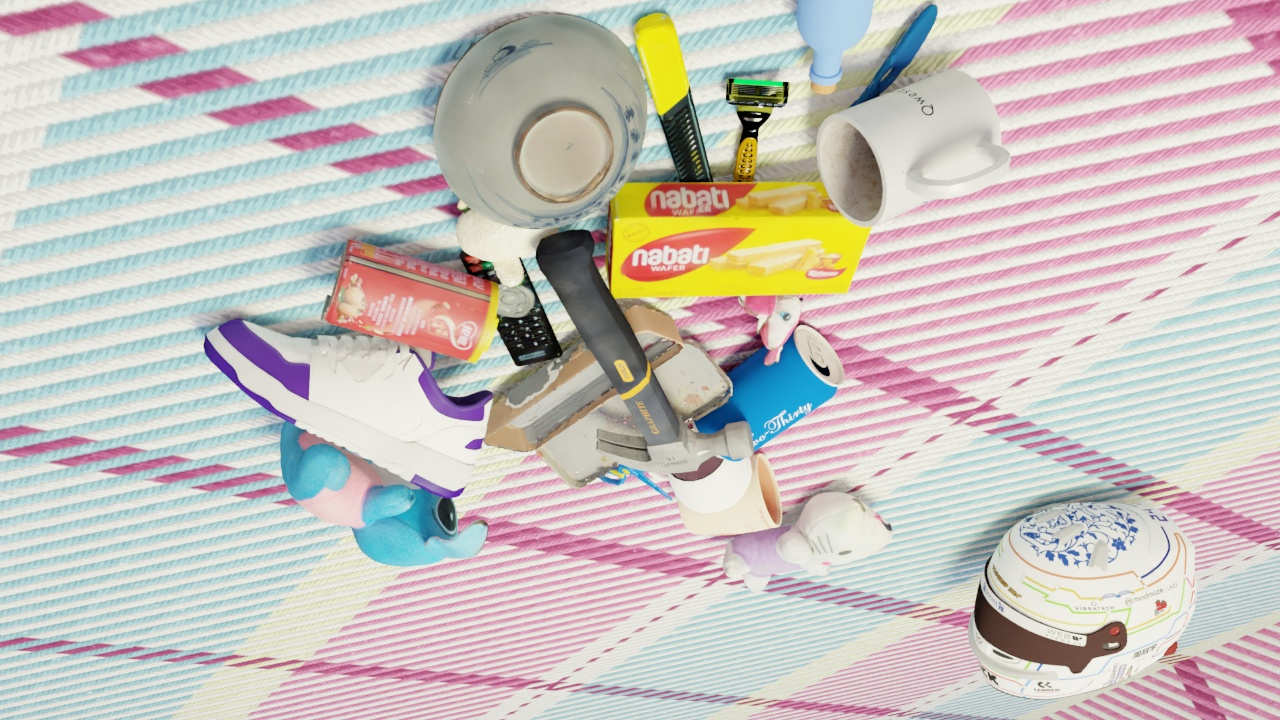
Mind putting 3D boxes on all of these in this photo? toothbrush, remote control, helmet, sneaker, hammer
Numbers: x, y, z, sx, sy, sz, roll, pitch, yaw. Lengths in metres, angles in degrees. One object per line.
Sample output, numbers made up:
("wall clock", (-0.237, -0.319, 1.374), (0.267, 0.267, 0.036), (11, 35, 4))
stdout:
("toothbrush", (0.171, -0.199, 0.665), (0.021, 0.016, 0.133), (-3, 145, -38))
("remote control", (-0.107, -0.048, 0.780), (0.045, 0.021, 0.140), (-13, 139, 6))
("helmet", (0.614, 0.320, 1.297), (0.314, 0.230, 0.236), (-17, 112, 0))
("sneaker", (-0.230, 0.014, 0.768), (0.244, 0.092, 0.111), (32, 85, -20))
("hammer", (-0.004, 0.004, 0.776), (0.139, 0.035, 0.313), (-11, 141, 14))

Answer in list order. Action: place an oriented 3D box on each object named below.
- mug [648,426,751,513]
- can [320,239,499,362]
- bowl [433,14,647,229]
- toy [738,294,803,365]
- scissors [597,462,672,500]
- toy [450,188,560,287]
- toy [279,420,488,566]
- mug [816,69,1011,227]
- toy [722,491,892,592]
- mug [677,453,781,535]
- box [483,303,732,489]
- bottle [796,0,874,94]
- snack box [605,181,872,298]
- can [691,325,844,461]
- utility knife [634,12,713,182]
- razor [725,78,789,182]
("mug", (0.060, 0.121, 1.001), (0.124, 0.090, 0.076), (-3, 142, 30))
("can", (-0.176, -0.045, 0.710), (0.124, 0.066, 0.067), (16, 135, -21))
("bowl", (-0.056, -0.144, 0.604), (0.150, 0.056, 0.151), (-13, 128, -17))
("toy", (0.119, -0.043, 0.811), (0.050, 0.065, 0.102), (-4, 152, 29))
("scissors", (-0.017, 0.111, 0.982), (0.126, 0.014, 0.130), (-6, 137, 45))
("toy", (-0.097, -0.106, 0.681), (0.087, 0.050, 0.112), (-27, 128, 11))
("toy", (-0.242, 0.128, 0.846), (0.191, 0.098, 0.224), (43, 162, -33))
("mug", (0.198, -0.143, 0.642), (0.096, 0.119, 0.083), (-24, 126, -14))
("toy", (0.215, 0.234, 1.190), (0.210, 0.085, 0.137), (-24, 144, 18))
("mug", (0.106, 0.160, 1.074), (0.104, 0.085, 0.111), (-16, 173, 20))
("box", (-0.035, 0.040, 0.882), (0.217, 0.071, 0.156), (-35, 121, 27))
("bottle", (0.125, -0.229, 0.586), (0.048, 0.048, 0.131), (-9, 143, -4))
("snack box", (0.074, -0.094, 0.722), (0.200, 0.042, 0.092), (-1, 145, -6))
("can", (0.122, 0.035, 0.904), (0.079, 0.078, 0.146), (22, 131, -37))
("utility knife", (0.035, -0.153, 0.682), (0.029, 0.020, 0.234), (-12, 143, 8))
("razor", (0.080, -0.152, 0.696), (0.044, 0.021, 0.144), (4, 142, 1))
